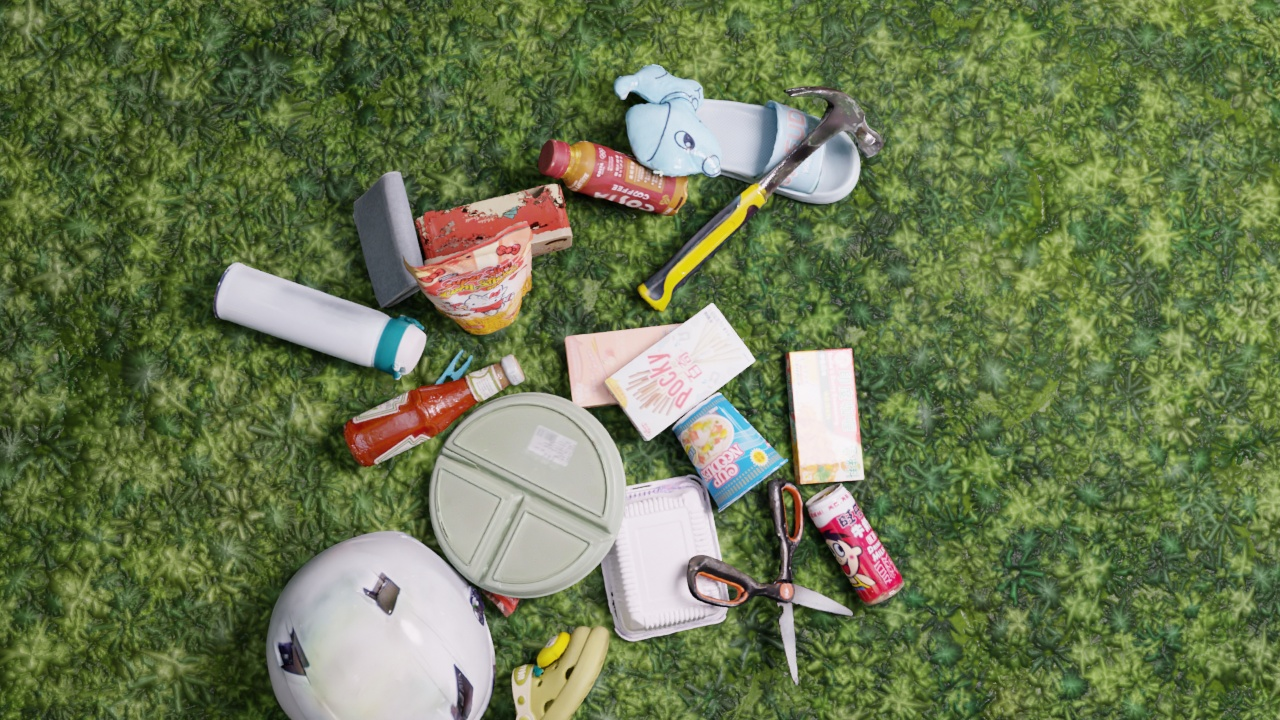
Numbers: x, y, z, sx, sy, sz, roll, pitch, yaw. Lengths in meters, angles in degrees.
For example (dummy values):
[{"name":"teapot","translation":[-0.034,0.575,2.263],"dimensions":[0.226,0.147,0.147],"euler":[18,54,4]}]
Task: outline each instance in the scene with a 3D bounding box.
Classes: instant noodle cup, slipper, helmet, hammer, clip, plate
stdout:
[{"name":"instant noodle cup","translation":[0.095,0.100,1.041],"dimensions":[0.099,0.099,0.110],"euler":[-37,80,-7]},{"name":"slipper","translation":[0.144,-0.261,1.090],"dimensions":[0.245,0.074,0.104],"euler":[13,82,-1]},{"name":"helmet","translation":[-0.273,0.312,0.958],"dimensions":[0.229,0.146,0.258],"euler":[-34,87,-7]},{"name":"hammer","translation":[0.121,-0.182,1.050],"dimensions":[0.324,0.032,0.126],"euler":[-43,117,10]},{"name":"slipper","translation":[-0.107,0.363,0.995],"dimensions":[0.081,0.091,0.190],"euler":[33,86,2]},{"name":"instant noodle cup","translation":[0.025,0.223,1.034],"dimensions":[0.138,0.060,0.173],"euler":[-10,83,-5]},{"name":"clip","translation":[-0.215,0.014,1.062],"dimensions":[0.046,0.014,0.057],"euler":[31,84,2]},{"name":"plate","translation":[-0.130,0.147,1.019],"dimensions":[0.230,0.027,0.230],"euler":[-2,79,9]}]

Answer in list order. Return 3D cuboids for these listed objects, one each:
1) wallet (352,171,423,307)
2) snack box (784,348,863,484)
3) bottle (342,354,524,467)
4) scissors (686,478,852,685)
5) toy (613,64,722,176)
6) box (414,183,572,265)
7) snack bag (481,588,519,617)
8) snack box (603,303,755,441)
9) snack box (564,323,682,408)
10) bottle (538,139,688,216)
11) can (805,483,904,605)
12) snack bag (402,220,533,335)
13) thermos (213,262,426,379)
[{"name":"wallet","translation":[-0.281,-0.133,1.035],"dimensions":[0.036,0.107,0.129],"euler":[-12,85,-40]},{"name":"snack box","translation":[0.216,0.066,1.081],"dimensions":[0.077,0.027,0.155],"euler":[-4,84,-6]},{"name":"bottle","translation":[-0.229,0.051,1.027],"dimensions":[0.206,0.060,0.060],"euler":[-26,86,-2]},{"name":"scissors","translation":[0.149,0.245,1.027],"dimensions":[0.220,0.022,0.230],"euler":[4,74,-27]},{"name":"toy","translation":[0.031,-0.269,1.046],"dimensions":[0.161,0.050,0.156],"euler":[28,63,5]},{"name":"box","translation":[-0.167,-0.154,1.046],"dimensions":[0.168,0.091,0.077],"euler":[-15,87,-6]},{"name":"snack bag","translation":[-0.130,0.236,1.038],"dimensions":[0.104,0.026,0.048],"euler":[-45,100,-7]},{"name":"snack box","translation":[0.044,0.013,1.048],"dimensions":[0.156,0.027,0.084],"euler":[-36,89,-8]},{"name":"snack box","translation":[-0.006,0.006,1.072],"dimensions":[0.157,0.026,0.084],"euler":[-6,84,-5]},{"name":"bottle","translation":[-0.030,-0.210,1.043],"dimensions":[0.174,0.058,0.057],"euler":[9,82,-32]},{"name":"can","translation":[0.245,0.210,1.054],"dimensions":[0.053,0.053,0.132],"euler":[-31,87,-7]},{"name":"snack bag","translation":[-0.173,-0.088,0.980],"dimensions":[0.128,0.208,0.073],"euler":[-17,80,-7]},{"name":"thermos","translation":[-0.355,-0.045,1.033],"dimensions":[0.224,0.073,0.073],"euler":[19,82,-2]}]
